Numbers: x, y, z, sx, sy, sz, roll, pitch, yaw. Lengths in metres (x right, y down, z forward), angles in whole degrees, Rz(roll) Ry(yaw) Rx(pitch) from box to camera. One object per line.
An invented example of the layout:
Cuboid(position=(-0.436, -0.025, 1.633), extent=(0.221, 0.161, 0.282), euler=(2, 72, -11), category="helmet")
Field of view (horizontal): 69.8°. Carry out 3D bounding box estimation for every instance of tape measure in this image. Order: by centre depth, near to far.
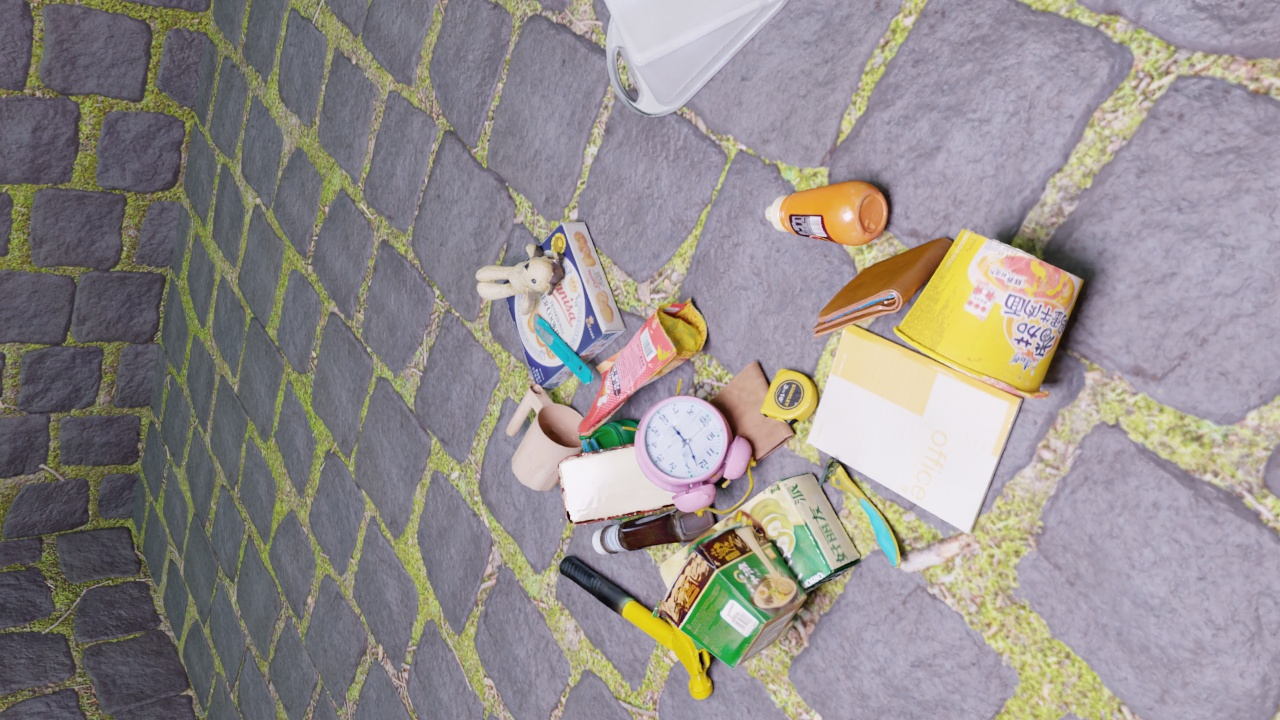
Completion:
Cuboid(position=(0.170, 0.042, 1.025), extent=(0.057, 0.029, 0.060), euler=(17, 81, 38), category="tape measure")

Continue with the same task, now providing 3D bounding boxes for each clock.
Cuboid(position=(0.063, 0.109, 1.066), extent=(0.117, 0.060, 0.158), euler=(-41, 80, -7), category="clock")

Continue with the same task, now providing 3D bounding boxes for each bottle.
Cuboid(position=(0.190, -0.157, 0.979), extent=(0.150, 0.066, 0.067), euler=(12, 101, 54), category="bottle")
Cuboid(position=(0.007, 0.221, 1.180), extent=(0.195, 0.079, 0.044), euler=(-24, 80, 48), category="bottle")

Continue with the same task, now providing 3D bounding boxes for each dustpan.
Cuboid(position=(0.052, -0.438, 1.147), extent=(0.258, 0.142, 0.222), euler=(-27, 70, 14), category="dustpan")

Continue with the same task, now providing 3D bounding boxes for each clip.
Cuboid(position=(-0.061, 0.124, 1.196), extent=(0.057, 0.047, 0.014), euler=(63, 141, 38), category="clip")

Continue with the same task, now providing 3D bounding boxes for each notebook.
Cuboid(position=(0.270, 0.064, 0.936), extent=(0.206, 0.010, 0.146), euler=(31, 114, 42), category="notebook")

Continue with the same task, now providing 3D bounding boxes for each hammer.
Cuboid(position=(-0.015, 0.331, 1.229), extent=(0.301, 0.032, 0.129), euler=(19, 127, 49), category="hammer")

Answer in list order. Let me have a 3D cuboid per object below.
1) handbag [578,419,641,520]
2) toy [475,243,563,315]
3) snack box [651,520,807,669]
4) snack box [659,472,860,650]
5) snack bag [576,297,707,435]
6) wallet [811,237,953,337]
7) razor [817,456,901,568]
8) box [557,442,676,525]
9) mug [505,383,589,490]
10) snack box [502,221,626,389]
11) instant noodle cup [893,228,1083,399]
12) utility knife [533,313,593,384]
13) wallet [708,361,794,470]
Cuboid(position=(-0.037, 0.147, 1.233), extent=(0.120, 0.067, 0.131), euler=(-11, 84, 47), category="handbag")
Cuboid(position=(-0.173, -0.118, 1.299), extent=(0.158, 0.066, 0.105), euler=(-3, 73, 40), category="toy")
Cuboid(position=(0.101, 0.250, 0.965), extent=(0.105, 0.117, 0.118), euler=(43, 125, 29), category="snack box")
Cuboid(position=(0.130, 0.235, 1.059), extent=(0.241, 0.063, 0.114), euler=(-44, 64, 39), category="snack box")
Cuboid(position=(-0.007, 0.007, 1.180), extent=(0.208, 0.073, 0.128), euler=(-41, 25, 40), category="snack bag")
Cuboid(position=(0.228, -0.070, 0.891), extent=(0.119, 0.130, 0.035), euler=(-27, 98, 48), category="wallet")
Cuboid(position=(0.235, 0.161, 0.966), extent=(0.132, 0.028, 0.043), euler=(56, 152, 34), category="razor")
Cuboid(position=(-0.013, 0.144, 1.127), extent=(0.080, 0.168, 0.091), euler=(57, -158, -86), category="box")
Cuboid(position=(-0.143, 0.112, 1.330), extent=(0.124, 0.084, 0.104), euler=(50, 128, 22), category="mug")
Cuboid(position=(-0.116, -0.077, 1.323), extent=(0.183, 0.045, 0.177), euler=(-39, 65, 42), category="snack box")
Cuboid(position=(0.310, -0.045, 0.805), extent=(0.138, 0.137, 0.110), euler=(36, 109, 40), category="instant noodle cup")
Cuboid(position=(-0.112, -0.016, 1.279), extent=(0.151, 0.013, 0.029), euler=(43, 126, 35), category="utility knife")
Cuboid(position=(0.124, 0.073, 1.091), extent=(0.116, 0.020, 0.101), euler=(-47, 58, 41), category="wallet")
